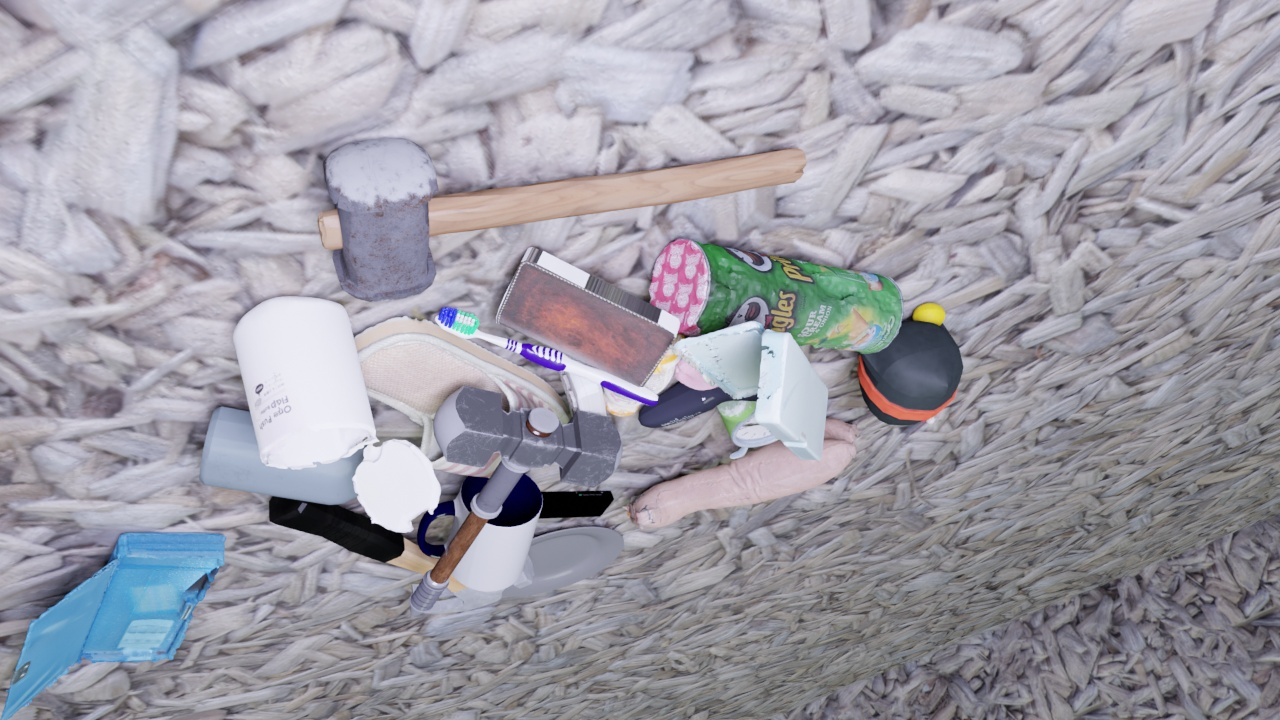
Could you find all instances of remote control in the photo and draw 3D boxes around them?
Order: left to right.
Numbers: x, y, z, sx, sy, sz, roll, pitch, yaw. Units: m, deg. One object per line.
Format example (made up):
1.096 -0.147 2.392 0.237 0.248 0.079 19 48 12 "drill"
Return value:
-0.099 0.155 0.986 0.149 0.013 0.035 5 137 -35 "remote control"
-0.048 0.037 0.790 0.025 0.060 0.139 -19 149 -9 "remote control"

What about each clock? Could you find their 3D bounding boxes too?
0.121 0.046 0.918 0.094 0.042 0.119 -17 149 -7 "clock"

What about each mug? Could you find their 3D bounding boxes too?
-0.159 0.164 0.889 0.111 0.078 0.097 2 129 -22 "mug"

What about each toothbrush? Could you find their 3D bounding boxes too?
-0.068 -0.001 0.705 0.186 0.015 0.016 21 135 -18 "toothbrush"

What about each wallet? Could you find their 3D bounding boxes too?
-0.040 -0.029 0.673 0.123 0.019 0.072 25 135 -8 "wallet"

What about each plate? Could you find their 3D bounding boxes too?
-0.107 0.241 1.114 0.178 0.012 0.179 -14 148 -9 "plate"

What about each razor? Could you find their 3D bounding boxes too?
0.062 0.031 0.859 0.143 0.052 0.047 -27 158 18 "razor"

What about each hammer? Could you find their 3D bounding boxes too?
-0.243 0.195 0.932 0.131 0.039 0.328 -24 146 13 "hammer"
-0.149 0.147 0.801 0.156 0.043 0.323 14 133 -26 "hammer"
-0.039 -0.107 0.597 0.327 0.052 0.098 -11 147 -20 "hammer"

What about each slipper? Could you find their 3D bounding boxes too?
-0.143 0.046 0.759 0.115 0.052 0.263 -29 147 12 "slipper"

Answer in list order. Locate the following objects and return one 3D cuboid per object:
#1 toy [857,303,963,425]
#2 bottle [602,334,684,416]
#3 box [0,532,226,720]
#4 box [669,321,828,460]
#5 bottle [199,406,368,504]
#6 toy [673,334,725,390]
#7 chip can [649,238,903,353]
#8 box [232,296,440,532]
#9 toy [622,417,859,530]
0.257 0.017 0.895 0.097 0.099 0.119 -12 146 -17 "toy"
-0.005 0.004 0.766 0.063 0.063 0.109 -6 147 -22 "bottle"
-0.493 0.237 0.845 0.172 0.066 0.232 -16 155 -49 "box"
0.088 0.020 0.721 0.096 0.085 0.199 7 168 20 "box"
-0.253 0.081 0.718 0.161 0.046 0.072 13 137 -20 "bottle"
0.064 -0.005 0.794 0.103 0.050 0.093 -33 165 26 "toy"
0.117 -0.047 0.744 0.222 0.075 0.076 4 141 -34 "chip can"
-0.204 0.040 0.623 0.085 0.159 0.118 -27 159 20 "box"
0.116 0.129 1.021 0.265 0.065 0.195 -21 177 20 "toy"
